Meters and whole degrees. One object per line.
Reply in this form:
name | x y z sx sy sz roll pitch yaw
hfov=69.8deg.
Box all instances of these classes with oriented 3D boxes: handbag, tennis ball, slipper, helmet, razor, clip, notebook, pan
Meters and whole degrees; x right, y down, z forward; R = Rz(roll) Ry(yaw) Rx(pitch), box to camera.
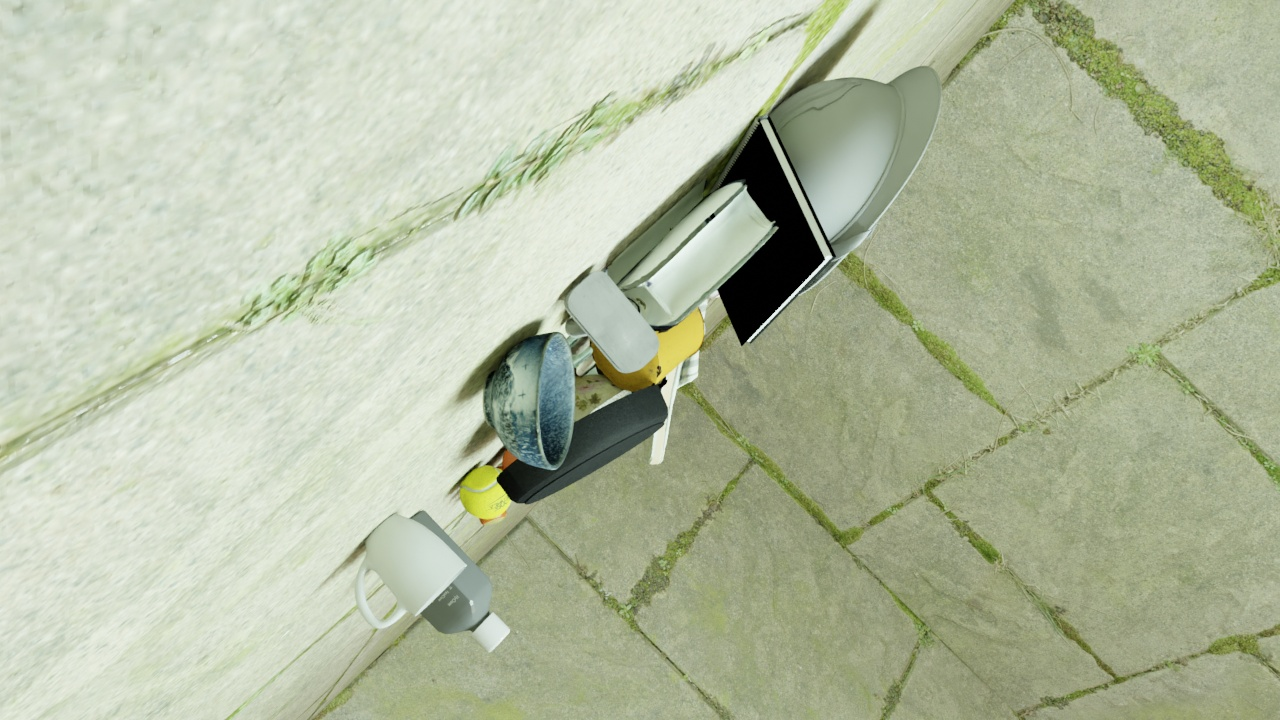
handbag | 0.026 -0.100 0.868 0.151 0.074 0.176 -43 -166 -15
tennis ball | -0.194 0.165 1.152 0.065 0.065 0.065 -45 176 -4
slipper | 0.047 0.004 1.176 0.114 0.054 0.273 -95 -164 -80
helmet | 0.159 -0.192 0.897 0.272 0.117 0.183 -52 -156 33
razor | -0.041 -0.032 0.814 0.047 0.088 0.116 -44 -165 -16
clip | -0.080 0.000 0.940 0.075 0.042 0.023 -40 175 -44
notebook | 0.110 -0.119 0.896 0.016 0.149 0.207 -17 165 -20
pan | -0.052 0.103 1.079 0.204 0.044 0.355 -31 171 2

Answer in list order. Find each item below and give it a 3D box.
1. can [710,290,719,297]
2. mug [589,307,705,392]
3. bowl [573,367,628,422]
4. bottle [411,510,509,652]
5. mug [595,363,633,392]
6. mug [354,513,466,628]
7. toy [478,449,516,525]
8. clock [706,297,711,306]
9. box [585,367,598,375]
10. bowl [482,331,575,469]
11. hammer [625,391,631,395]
can | 0.119 -0.137 1.311 0.064 0.064 0.105 -44 175 -24
mug | 0.007 -0.016 1.038 0.093 0.101 0.124 -39 130 -44
bowl | -0.086 0.053 1.075 0.145 0.063 0.145 -37 173 -5
bottle | -0.224 0.266 1.070 0.084 0.174 0.046 -48 175 32
mug | -0.007 0.007 1.147 0.078 0.113 0.088 -17 168 -15
mug | -0.248 0.216 0.935 0.107 0.089 0.071 -44 176 -19
toy | -0.159 0.150 1.244 0.176 0.096 0.112 -56 -179 -10
clock | 0.045 -0.069 1.296 0.103 0.061 0.156 -45 -177 6
box | -0.052 0.024 1.377 0.196 0.074 0.126 -39 -168 -36
bowl | -0.097 0.032 0.767 0.114 0.061 0.114 3 89 -80
hammer | -0.106 0.106 1.385 0.323 0.034 0.170 -36 -159 -22
